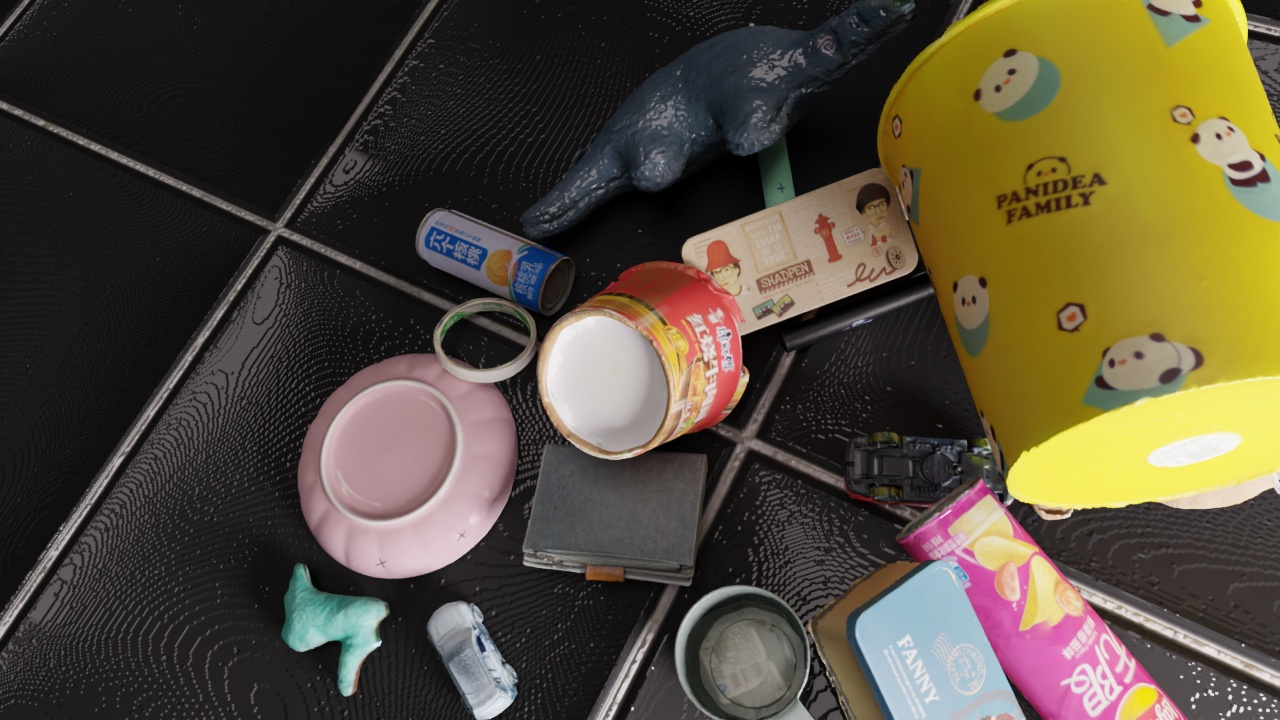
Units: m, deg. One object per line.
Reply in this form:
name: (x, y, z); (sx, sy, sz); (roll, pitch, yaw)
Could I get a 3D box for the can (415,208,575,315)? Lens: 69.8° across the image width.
can: (-0.126, -0.087, 0.791); (0.135, 0.053, 0.053); (24, 75, 19)

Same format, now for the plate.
plate: (-0.197, 0.078, 0.748); (0.192, 0.039, 0.192); (-4, 68, 10)

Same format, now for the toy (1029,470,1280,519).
toy: (0.372, 0.038, 0.628); (0.226, 0.082, 0.143); (-44, 52, -4)

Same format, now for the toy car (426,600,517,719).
toy car: (-0.127, 0.221, 0.681); (0.043, 0.034, 0.090); (-36, 65, 0)

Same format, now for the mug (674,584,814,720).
mug: (0.082, 0.212, 0.602); (0.083, 0.103, 0.124); (-37, 67, -5)

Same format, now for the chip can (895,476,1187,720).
chip can: (0.255, 0.176, 0.576); (0.071, 0.071, 0.210); (-37, 77, -4)

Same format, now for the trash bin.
trash bin: (0.283, -0.062, 0.553); (0.230, 0.230, 0.254); (-9, 61, 8)

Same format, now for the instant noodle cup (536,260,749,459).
instant noodle cup: (-0.004, 0.004, 0.668); (0.138, 0.108, 0.138); (9, 109, 27)

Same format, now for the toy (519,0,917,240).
toy: (0.055, -0.206, 0.755); (0.357, 0.091, 0.137); (-24, 28, 26)

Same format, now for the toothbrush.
toothbrush: (0.111, -0.207, 0.803); (0.027, 0.026, 0.224); (-13, 66, 18)

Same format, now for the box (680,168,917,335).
box: (0.120, -0.085, 0.723); (0.168, 0.077, 0.091); (-20, 97, 3)

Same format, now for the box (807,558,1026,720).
box: (0.175, 0.207, 0.562); (0.089, 0.060, 0.184); (-28, 94, -25)

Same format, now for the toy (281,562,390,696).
toy: (-0.238, 0.208, 0.712); (0.092, 0.030, 0.096); (0, 75, 14)

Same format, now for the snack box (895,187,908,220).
snack box: (0.281, -0.143, 0.742); (0.157, 0.026, 0.084); (15, 72, 17)

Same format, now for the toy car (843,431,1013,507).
toy car: (0.206, 0.081, 0.660); (0.120, 0.045, 0.052); (4, 72, 7)

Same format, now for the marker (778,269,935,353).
marker: (0.173, -0.039, 0.727); (0.132, 0.020, 0.022); (-22, 87, 3)

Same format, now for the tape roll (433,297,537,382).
tape roll: (-0.129, -0.018, 0.770); (0.086, 0.014, 0.085); (0, 49, -1)

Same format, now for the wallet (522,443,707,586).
wallet: (-0.018, 0.117, 0.698); (0.130, 0.037, 0.106); (3, 59, 12)
